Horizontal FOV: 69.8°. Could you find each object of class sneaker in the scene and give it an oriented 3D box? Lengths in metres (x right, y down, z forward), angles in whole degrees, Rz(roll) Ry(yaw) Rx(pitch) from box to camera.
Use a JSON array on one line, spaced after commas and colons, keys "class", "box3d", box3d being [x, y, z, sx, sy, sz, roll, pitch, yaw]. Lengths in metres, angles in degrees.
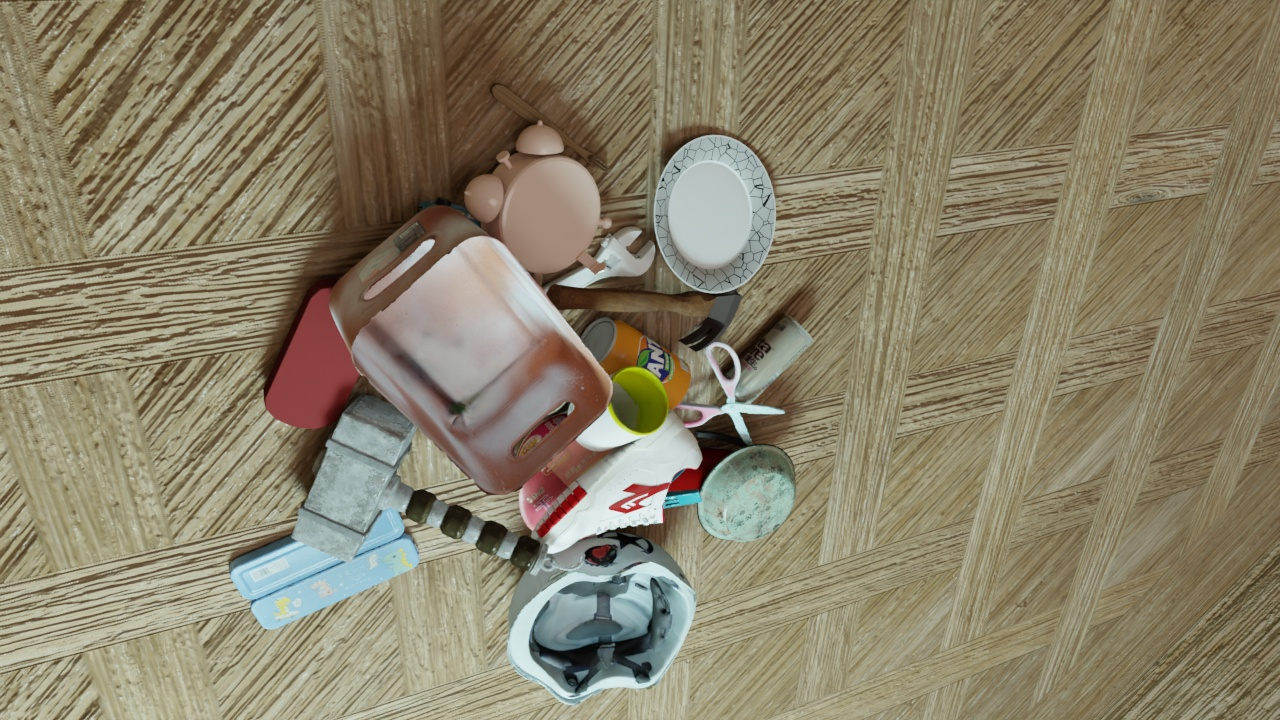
[{"class": "sneaker", "box3d": [-0.020, 0.172, 1.129, 0.236, 0.090, 0.104, -42, 99, -7]}]

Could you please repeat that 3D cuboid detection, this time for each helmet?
[{"class": "helmet", "box3d": [-0.067, 0.332, 1.268, 0.263, 0.163, 0.237, 1, 117, -22]}]

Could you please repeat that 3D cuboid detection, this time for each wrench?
[{"class": "wrench", "box3d": [-0.104, -0.081, 1.103, 0.273, 0.018, 0.066, -30, 127, -9]}]

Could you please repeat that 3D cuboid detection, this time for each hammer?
[{"class": "hammer", "box3d": [-0.222, 0.184, 1.062, 0.326, 0.079, 0.177, 25, 105, -6]}, {"class": "hammer", "box3d": [0.013, -0.069, 1.104, 0.322, 0.033, 0.115, -1, 118, -48]}]

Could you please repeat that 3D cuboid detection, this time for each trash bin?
[{"class": "trash bin", "box3d": [-0.178, -0.014, 0.962, 0.181, 0.157, 0.260, -42, 126, -6]}]

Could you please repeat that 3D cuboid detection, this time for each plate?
[{"class": "plate", "box3d": [0.089, -0.178, 1.120, 0.188, 0.016, 0.188, -5, 99, -34]}]

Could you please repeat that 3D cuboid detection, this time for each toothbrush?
[{"class": "toothbrush", "box3d": [-0.096, -0.253, 1.008, 0.166, 0.016, 0.016, 30, 99, -36]}]

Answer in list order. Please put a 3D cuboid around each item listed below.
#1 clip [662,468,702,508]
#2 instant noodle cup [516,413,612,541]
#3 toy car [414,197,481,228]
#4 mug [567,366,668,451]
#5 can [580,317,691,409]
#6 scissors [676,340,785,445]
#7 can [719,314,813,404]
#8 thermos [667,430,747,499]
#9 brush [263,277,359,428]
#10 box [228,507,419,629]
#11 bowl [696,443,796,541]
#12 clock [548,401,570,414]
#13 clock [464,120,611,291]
[{"class": "clip", "box3d": [0.011, 0.171, 1.200, 0.120, 0.104, 0.027, -25, 124, -7]}, {"class": "instant noodle cup", "box3d": [-0.087, 0.143, 1.202, 0.178, 0.077, 0.179, -14, 123, -23]}, {"class": "toy car", "box3d": [-0.195, -0.141, 1.012, 0.107, 0.027, 0.060, 11, 111, -33]}, {"class": "mug", "box3d": [-0.028, 0.059, 1.092, 0.082, 0.106, 0.082, 11, 69, -29]}, {"class": "can", "box3d": [-0.007, 0.007, 1.164, 0.142, 0.079, 0.079, 32, 99, -37]}, {"class": "scissors", "box3d": [0.112, 0.047, 1.243, 0.170, 0.013, 0.173, 5, 113, 6]}, {"class": "can", "box3d": [0.174, 0.002, 1.274, 0.135, 0.054, 0.054, -45, 128, 2]}, {"class": "thermos", "box3d": [0.100, 0.155, 1.307, 0.198, 0.084, 0.108, 10, 99, -30]}, {"class": "brush", "box3d": [-0.346, -0.010, 0.998, 0.082, 0.042, 0.173, 20, 107, -35]}, {"class": "box", "box3d": [-0.387, 0.256, 1.143, 0.208, 0.021, 0.125, -22, 124, -15]}, {"class": "bowl", "box3d": [0.156, 0.193, 1.274, 0.157, 0.038, 0.158, -11, 119, -21]}, {"class": "clock", "box3d": [-0.113, 0.034, 1.140, 0.140, 0.054, 0.093, 31, 100, -35]}, {"class": "clock", "box3d": [-0.104, -0.162, 1.002, 0.131, 0.086, 0.160, -47, 127, -14]}]
